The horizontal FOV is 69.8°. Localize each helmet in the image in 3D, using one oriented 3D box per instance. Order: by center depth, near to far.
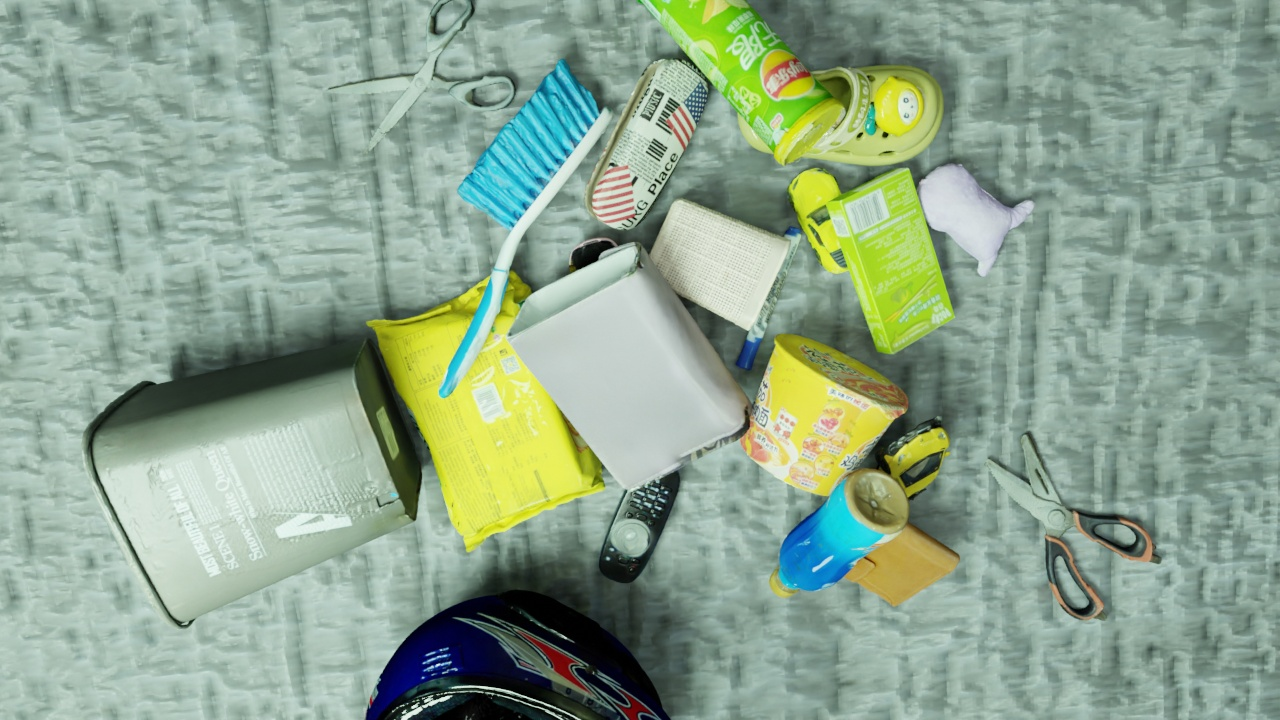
[{"bbox_3d":[-0.091,0.351,0.848,0.315,0.240,0.247,22,98,6],"label":"helmet"}]

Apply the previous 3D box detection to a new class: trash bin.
[{"bbox_3d":[-0.329,0.094,0.827,0.219,0.198,0.199,-17,108,-4],"label":"trash bin"}]

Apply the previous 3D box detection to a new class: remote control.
[{"bbox_3d":[-0.001,0.161,0.930,0.053,0.024,0.136,22,100,-7],"label":"remote control"}]

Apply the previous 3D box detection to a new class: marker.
[{"bbox_3d":[0.126,-0.060,0.896,0.017,0.017,0.146,19,99,-5],"label":"marker"}]

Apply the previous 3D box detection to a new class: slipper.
[{"bbox_3d":[0.185,-0.224,0.836,0.190,0.081,0.092,0,103,1],"label":"slipper"}]

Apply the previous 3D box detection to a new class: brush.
[{"bbox_3d":[-0.123,-0.122,0.827,0.109,0.060,0.314,39,79,-16],"label":"brush"}]

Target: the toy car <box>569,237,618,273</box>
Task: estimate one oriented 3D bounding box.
[{"bbox_3d":[-0.031,-0.059,0.884,0.056,0.037,0.122,-15,113,7],"label":"toy car"}]

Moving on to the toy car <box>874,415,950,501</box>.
[{"bbox_3d":[0.253,0.103,0.871,0.071,0.156,0.041,-27,63,-9],"label":"toy car"}]

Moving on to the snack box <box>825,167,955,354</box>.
[{"bbox_3d":[0.238,-0.093,0.867,0.085,0.026,0.156,-28,106,-18],"label":"snack box"}]

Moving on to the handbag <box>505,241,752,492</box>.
[{"bbox_3d":[-0.005,0.005,0.835,0.145,0.098,0.197,-22,117,29],"label":"handbag"}]

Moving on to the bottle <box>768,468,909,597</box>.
[{"bbox_3d":[0.173,0.173,0.860,0.065,0.219,0.065,8,56,-13],"label":"bottle"}]

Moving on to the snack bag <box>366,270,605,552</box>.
[{"bbox_3d":[-0.144,0.048,0.885,0.158,0.068,0.246,-22,99,2],"label":"snack bag"}]

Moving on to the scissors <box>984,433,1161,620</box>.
[{"bbox_3d":[0.444,0.175,0.948,0.221,0.015,0.190,8,100,-2],"label":"scissors"}]

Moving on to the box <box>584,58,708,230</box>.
[{"bbox_3d":[0.009,-0.195,0.837,0.075,0.081,0.163,28,96,-12],"label":"box"}]

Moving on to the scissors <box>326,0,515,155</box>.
[{"bbox_3d":[-0.202,-0.264,0.853,0.181,0.014,0.159,9,100,-2],"label":"scissors"}]

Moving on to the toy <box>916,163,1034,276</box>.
[{"bbox_3d":[0.312,-0.143,0.873,0.108,0.039,0.084,35,98,-4],"label":"toy"}]

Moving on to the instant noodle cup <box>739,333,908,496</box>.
[{"bbox_3d":[0.164,0.053,0.863,0.138,0.138,0.110,24,106,-6],"label":"instant noodle cup"}]

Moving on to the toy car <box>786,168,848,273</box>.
[{"bbox_3d":[0.179,-0.134,0.876,0.048,0.032,0.105,-28,98,4],"label":"toy car"}]

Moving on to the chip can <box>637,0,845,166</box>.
[{"bbox_3d":[0.080,-0.273,0.798,0.072,0.072,0.221,-40,81,5],"label":"chip can"}]

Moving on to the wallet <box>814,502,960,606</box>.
[{"bbox_3d":[0.230,0.186,0.911,0.132,0.031,0.108,33,136,-1],"label":"wallet"}]

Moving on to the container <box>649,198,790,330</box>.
[{"bbox_3d":[0.067,-0.094,0.853,0.111,0.090,0.090,24,99,-3],"label":"container"}]
